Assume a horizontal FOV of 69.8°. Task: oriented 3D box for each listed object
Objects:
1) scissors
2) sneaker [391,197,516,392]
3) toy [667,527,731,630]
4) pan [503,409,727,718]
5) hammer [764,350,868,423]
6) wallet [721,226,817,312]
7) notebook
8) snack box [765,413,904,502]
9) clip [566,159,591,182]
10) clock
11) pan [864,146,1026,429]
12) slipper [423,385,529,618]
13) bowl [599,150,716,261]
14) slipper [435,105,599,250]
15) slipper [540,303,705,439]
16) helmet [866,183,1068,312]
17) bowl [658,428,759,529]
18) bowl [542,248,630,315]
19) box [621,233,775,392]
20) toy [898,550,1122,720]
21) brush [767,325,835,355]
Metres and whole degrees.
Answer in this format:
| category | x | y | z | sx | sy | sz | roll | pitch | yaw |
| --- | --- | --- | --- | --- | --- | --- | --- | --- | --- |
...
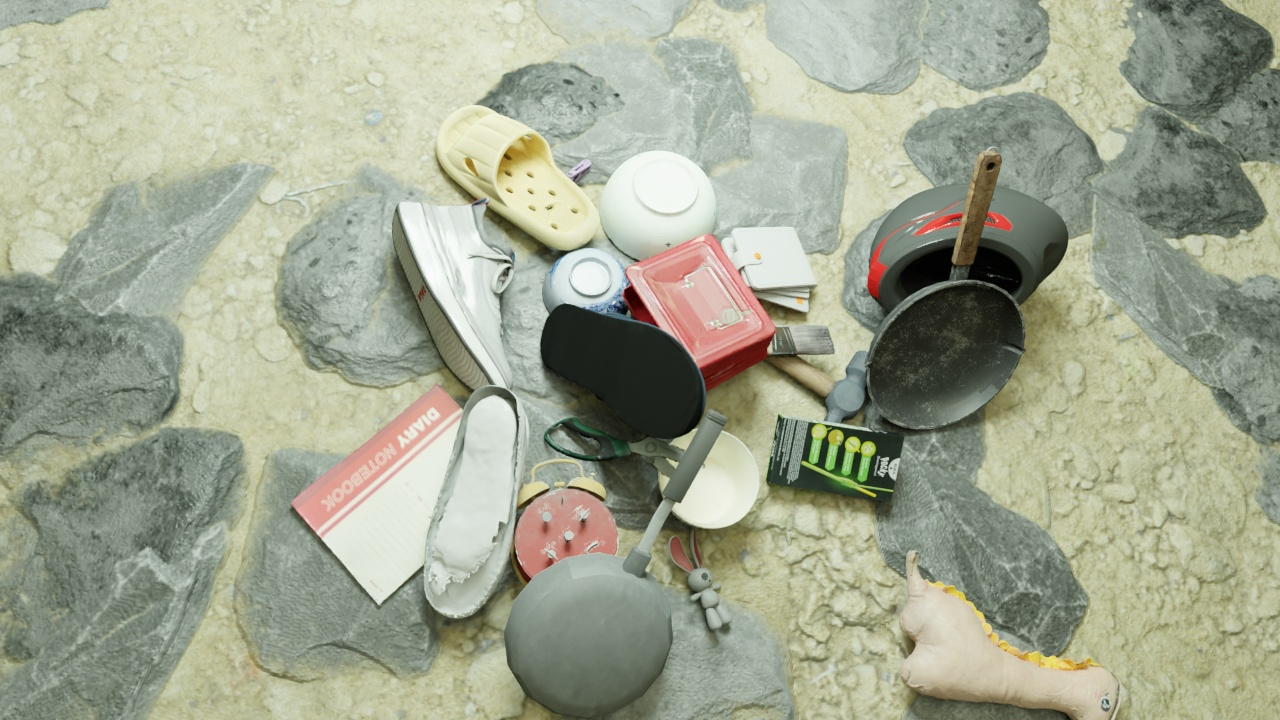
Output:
| category | x | y | z | sx | sy | sz | roll | pitch | yaw |
| --- | --- | --- | --- | --- | --- | --- | --- | --- | --- |
| scissors | 0.001 | 0.072 | 1.051 | 0.210 | 0.015 | 0.141 | 16 | 56 | 27 |
| sneaker | -0.191 | -0.078 | 1.083 | 0.128 | 0.097 | 0.263 | -20 | 78 | -26 |
| toy | 0.068 | 0.246 | 1.028 | 0.049 | 0.030 | 0.111 | -13 | 72 | -43 |
| pan | -0.006 | 0.210 | 0.934 | 0.178 | 0.041 | 0.357 | 28 | 94 | -17 |
| hammer | 0.136 | -0.028 | 1.142 | 0.322 | 0.040 | 0.129 | 34 | 72 | 6 |
| wallet | 0.168 | -0.112 | 1.163 | 0.118 | 0.038 | 0.115 | -7 | 69 | -33 |
| notebook | -0.259 | 0.145 | 1.027 | 0.208 | 0.012 | 0.153 | -42 | 82 | -19 |
| snack box | 0.230 | 0.116 | 1.086 | 0.147 | 0.025 | 0.080 | 9 | 96 | -5 |
| clip | -0.082 | -0.246 | 1.194 | 0.014 | 0.042 | 0.052 | 38 | 82 | 8 |
| clock | -0.083 | 0.183 | 1.001 | 0.117 | 0.081 | 0.158 | -5 | 70 | -10 |
| pan | 0.363 | -0.076 | 1.064 | 0.207 | 0.358 | 0.040 | -5 | 30 | -12 |
| slipper | -0.175 | 0.151 | 0.988 | 0.112 | 0.074 | 0.246 | 6 | 78 | 24 |
| bowl | 0.027 | -0.206 | 1.172 | 0.153 | 0.073 | 0.153 | 3 | 68 | -7 |
| slipper | -0.158 | -0.240 | 1.147 | 0.261 | 0.079 | 0.111 | 42 | 70 | 13 |
| slipper | -0.006 | 0.006 | 1.037 | 0.083 | 0.266 | 0.109 | 10 | 101 | -44 |
| helmet | 0.403 | -0.140 | 1.154 | 0.264 | 0.164 | 0.169 | 2 | 39 | -1 |
| bowl | 0.073 | 0.141 | 1.051 | 0.115 | 0.063 | 0.115 | 3 | 68 | -7 |
| bowl | -0.063 | -0.094 | 1.130 | 0.114 | 0.045 | 0.114 | 3 | 69 | -7 |
| box | 0.066 | -0.049 | 1.080 | 0.134 | 0.112 | 0.157 | -25 | 68 | -11 |
| toy | 0.417 | 0.325 | 1.033 | 0.264 | 0.065 | 0.195 | 8 | 73 | -7 |
| brush | 0.161 | -0.024 | 1.118 | 0.151 | 0.012 | 0.039 | -1 | 75 | -1 |
